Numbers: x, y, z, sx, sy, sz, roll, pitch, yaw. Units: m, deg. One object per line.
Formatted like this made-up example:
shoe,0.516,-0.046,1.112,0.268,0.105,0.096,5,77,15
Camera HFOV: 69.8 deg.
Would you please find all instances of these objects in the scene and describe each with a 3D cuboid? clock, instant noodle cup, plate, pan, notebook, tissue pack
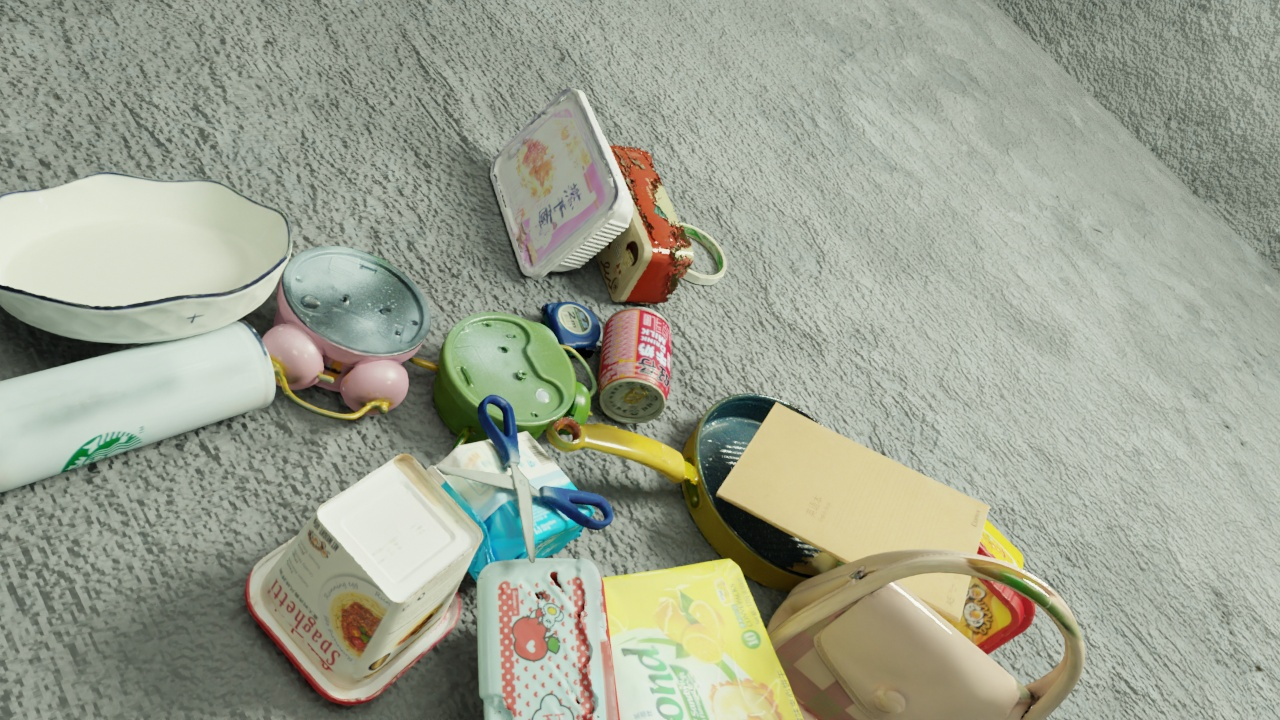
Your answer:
clock,-0.231,-0.017,0.712,0.117,0.060,0.158,22,37,-23
instant noodle cup,0.298,0.203,0.859,0.116,0.116,0.123,47,31,11
plate,-0.356,-0.075,0.652,0.205,0.046,0.204,8,32,-6
instant noodle cup,-0.073,-0.172,0.930,0.060,0.138,0.173,21,40,-50
pan,0.068,0.099,0.809,0.356,0.078,0.197,9,48,-28
notebook,0.186,0.122,0.786,0.211,0.012,0.149,26,37,14
tissue pack,-0.098,0.108,0.674,0.090,0.063,0.140,48,15,12
instant noodle cup,-0.168,0.132,0.580,0.116,0.124,0.116,45,42,8
clock,-0.105,0.018,0.780,0.160,0.056,0.116,-11,61,-40

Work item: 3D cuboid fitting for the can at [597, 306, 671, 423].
can,-0.005,0.005,0.852,0.066,0.067,0.093,22,43,-17

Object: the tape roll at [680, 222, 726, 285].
tape roll,0.059,-0.123,1.053,0.085,0.014,0.085,19,45,-20

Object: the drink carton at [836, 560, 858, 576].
drink carton,0.213,0.217,0.795,0.053,0.046,0.122,-29,100,-48

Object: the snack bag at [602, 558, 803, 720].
snack bag,0.036,0.258,0.650,0.157,0.068,0.246,1,53,-35

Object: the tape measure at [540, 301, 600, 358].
tape measure,-0.066,-0.029,0.873,0.054,0.025,0.058,1,57,-37

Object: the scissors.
scissors,-0.082,0.080,0.641,0.173,0.012,0.162,24,26,-49

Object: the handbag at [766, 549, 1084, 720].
handbag,0.218,0.220,0.684,0.193,0.235,0.093,39,41,2

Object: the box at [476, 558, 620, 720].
box,-0.061,0.224,0.559,0.098,0.095,0.201,19,53,-44

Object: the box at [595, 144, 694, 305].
box,-0.003,-0.146,0.973,0.077,0.092,0.168,-1,54,-31

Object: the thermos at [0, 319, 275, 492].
thermos,-0.353,0.035,0.585,0.223,0.073,0.073,-23,68,-44
